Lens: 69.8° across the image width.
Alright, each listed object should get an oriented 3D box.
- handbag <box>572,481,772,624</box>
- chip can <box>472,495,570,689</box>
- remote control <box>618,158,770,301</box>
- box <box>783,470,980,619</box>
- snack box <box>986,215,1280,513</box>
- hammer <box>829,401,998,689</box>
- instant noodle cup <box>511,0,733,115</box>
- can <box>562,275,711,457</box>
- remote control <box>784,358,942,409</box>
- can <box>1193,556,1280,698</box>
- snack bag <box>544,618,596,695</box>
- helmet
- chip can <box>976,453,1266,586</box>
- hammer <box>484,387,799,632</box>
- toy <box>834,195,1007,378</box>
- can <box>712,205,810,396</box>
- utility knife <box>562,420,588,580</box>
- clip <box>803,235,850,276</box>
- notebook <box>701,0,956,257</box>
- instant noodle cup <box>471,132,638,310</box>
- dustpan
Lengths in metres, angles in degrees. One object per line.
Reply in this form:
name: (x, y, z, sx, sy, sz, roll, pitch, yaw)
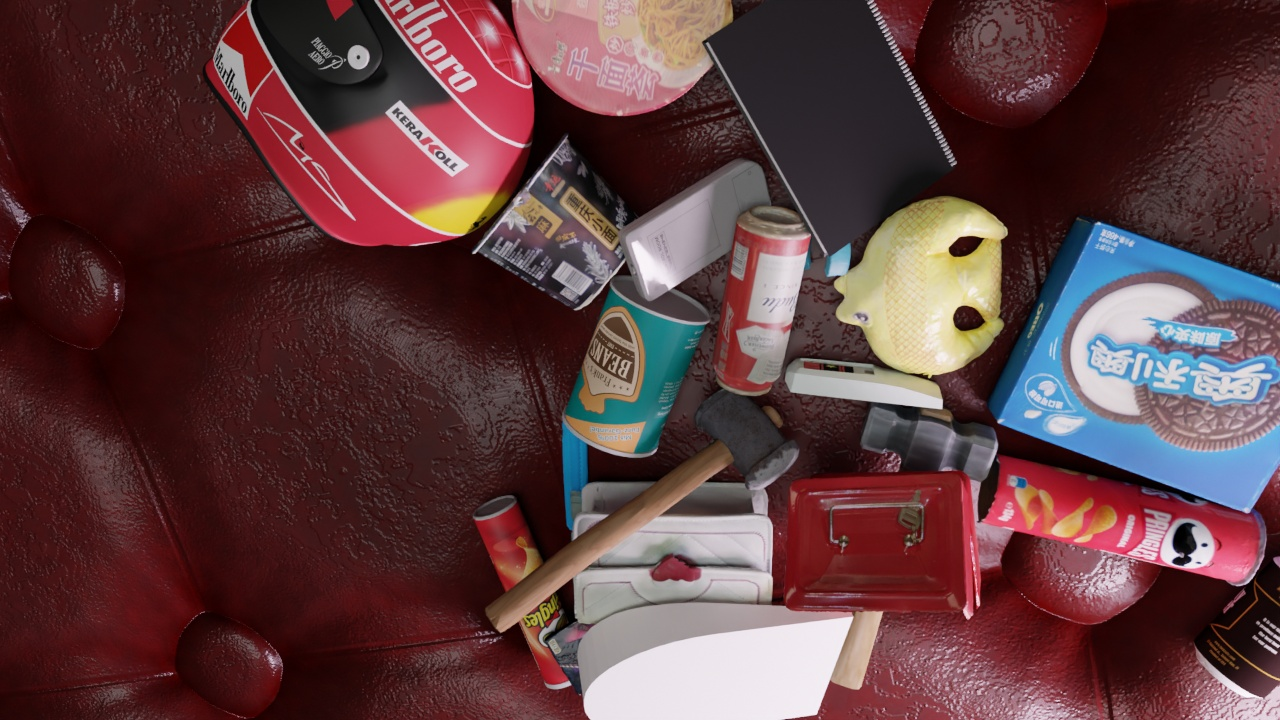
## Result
handbag: (0.032, 0.203, 0.925, 0.198, 0.096, 0.142, -1, 105, 2)
chip can: (-0.119, 0.253, 1.003, 0.052, 0.051, 0.215, -17, 103, 15)
remote control: (0.051, -0.120, 0.820, 0.151, 0.019, 0.074, -34, 130, -16)
box: (0.227, 0.170, 0.841, 0.158, 0.156, 0.146, -4, 66, 26)
snack box: (0.460, 0.003, 0.809, 0.239, 0.056, 0.196, 20, 109, 4)
hammer: (0.247, 0.193, 0.917, 0.117, 0.051, 0.323, 16, 112, 11)
instant noodle cup: (-0.015, -0.302, 0.786, 0.179, 0.077, 0.179, 1, 107, 3)
can: (-0.005, 0.005, 0.876, 0.099, 0.099, 0.144, 22, 110, 3)
remote control: (0.209, 0.018, 0.865, 0.143, 0.049, 0.024, 6, 109, 9)
can: (0.587, 0.247, 0.854, 0.072, 0.071, 0.129, 30, 110, 0)
snack bag: (-0.022, 0.290, 0.988, 0.155, 0.018, 0.074, -32, 99, -4)
helmet: (-0.212, -0.234, 0.790, 0.225, 0.197, 0.271, -37, 89, 19)
chip can: (0.437, 0.144, 0.851, 0.233, 0.073, 0.073, 13, 109, 8)
hammer: (-0.002, 0.141, 0.853, 0.328, 0.052, 0.098, -33, 64, -12)
toy: (0.253, -0.061, 0.827, 0.155, 0.064, 0.171, -7, 114, 1)
can: (0.109, -0.054, 0.842, 0.067, 0.067, 0.170, 12, 118, 7)
utility knife: (-0.066, 0.149, 0.980, 0.031, 0.015, 0.225, 3, 109, 15)
clip: (0.168, -0.127, 0.805, 0.031, 0.121, 0.130, -4, 123, -21)
notebook: (0.165, -0.215, 0.775, 0.149, 0.016, 0.207, -35, 104, -10)
instant noodle cup: (-0.069, -0.118, 0.839, 0.112, 0.137, 0.137, 39, 110, -13)
dustpan: (0.067, 0.308, 0.939, 0.257, 0.053, 0.192, -4, 133, -9)
